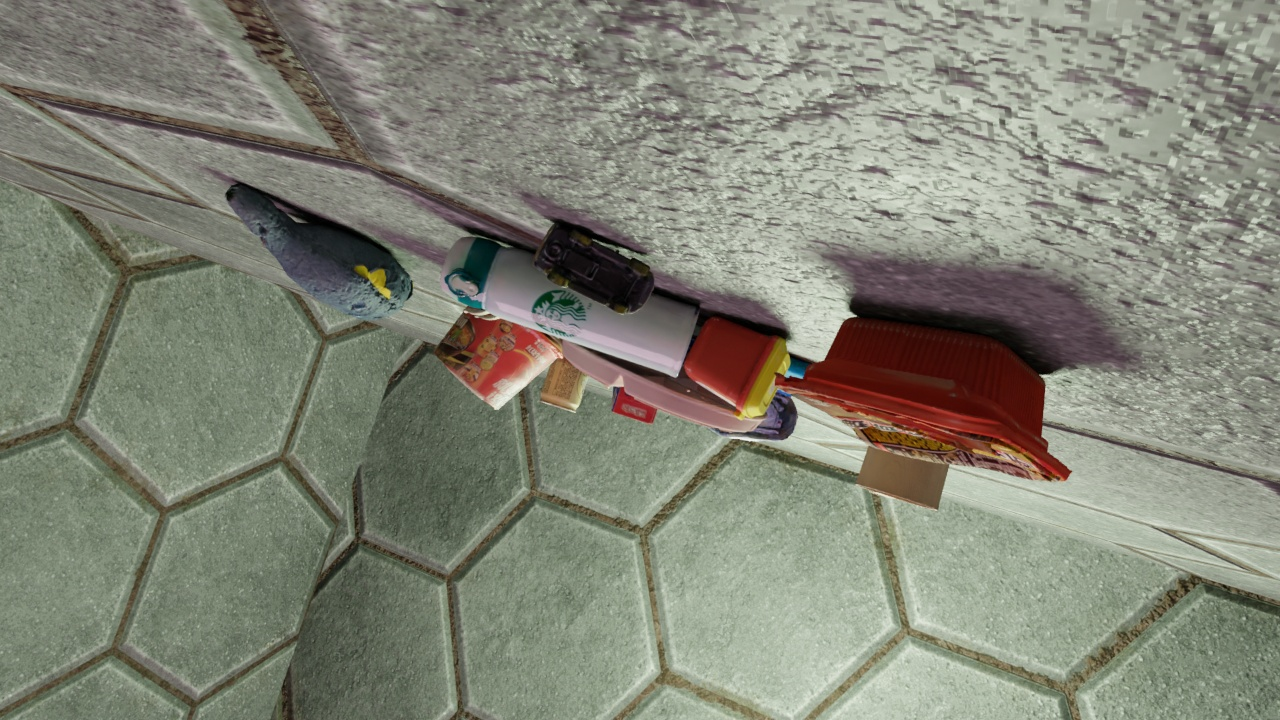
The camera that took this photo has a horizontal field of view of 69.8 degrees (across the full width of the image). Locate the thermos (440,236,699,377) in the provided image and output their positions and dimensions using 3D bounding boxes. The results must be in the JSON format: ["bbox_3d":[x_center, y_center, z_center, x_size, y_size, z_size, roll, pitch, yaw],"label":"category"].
[{"bbox_3d":[-0.064,-0.050,0.812,0.224,0.073,0.073,18,175,0],"label":"thermos"}]

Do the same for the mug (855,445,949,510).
[{"bbox_3d":[0.275,0.093,0.952,0.084,0.103,0.124,18,175,3],"label":"mug"}]

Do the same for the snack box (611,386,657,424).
[{"bbox_3d":[-0.004,0.027,1.220,0.058,0.057,0.207,17,-170,-4],"label":"snack box"}]

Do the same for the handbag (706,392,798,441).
[{"bbox_3d":[0.104,0.053,1.180,0.134,0.075,0.194,11,-176,-14],"label":"handbag"}]

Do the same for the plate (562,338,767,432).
[{"bbox_3d":[0.021,0.022,0.953,0.229,0.028,0.229,22,-172,-3],"label":"plate"}]

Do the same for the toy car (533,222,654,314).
[{"bbox_3d":[-0.032,-0.068,0.675,0.090,0.042,0.035,25,-165,-21],"label":"toy car"}]

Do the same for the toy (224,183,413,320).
[{"bbox_3d":[-0.357,-0.113,1.116,0.138,0.091,0.356,46,-176,22],"label":"toy"}]

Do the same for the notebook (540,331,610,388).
[{"bbox_3d":[-0.107,-0.025,1.149,0.148,0.008,0.208,43,176,-10],"label":"notebook"}]

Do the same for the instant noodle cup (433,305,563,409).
[{"bbox_3d":[-0.180,-0.012,1.138,0.138,0.108,0.138,42,175,4],"label":"instant noodle cup"}]

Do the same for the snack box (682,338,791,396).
[{"bbox_3d":[0.099,0.004,1.047,0.157,0.026,0.084,17,175,14],"label":"snack box"}]

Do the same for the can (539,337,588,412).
[{"bbox_3d":[-0.102,0.012,1.320,0.058,0.116,0.058,18,175,2],"label":"can"}]

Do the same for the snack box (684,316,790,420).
[{"bbox_3d":[0.087,0.006,0.839,0.080,0.082,0.091,27,177,14],"label":"snack box"}]

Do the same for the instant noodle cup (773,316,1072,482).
[{"bbox_3d":[0.202,0.026,0.641,0.165,0.079,0.188,13,174,41],"label":"instant noodle cup"}]

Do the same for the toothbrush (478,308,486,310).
[{"bbox_3d":[-0.096,-0.051,1.007,0.188,0.014,0.017,5,173,-39],"label":"toothbrush"}]

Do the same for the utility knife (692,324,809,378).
[{"bbox_3d":[0.107,-0.010,0.923,0.199,0.018,0.034,20,163,-19],"label":"utility knife"}]

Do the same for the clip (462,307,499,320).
[{"bbox_3d":[-0.153,-0.061,1.021,0.103,0.092,0.035,28,179,22],"label":"clip"}]
